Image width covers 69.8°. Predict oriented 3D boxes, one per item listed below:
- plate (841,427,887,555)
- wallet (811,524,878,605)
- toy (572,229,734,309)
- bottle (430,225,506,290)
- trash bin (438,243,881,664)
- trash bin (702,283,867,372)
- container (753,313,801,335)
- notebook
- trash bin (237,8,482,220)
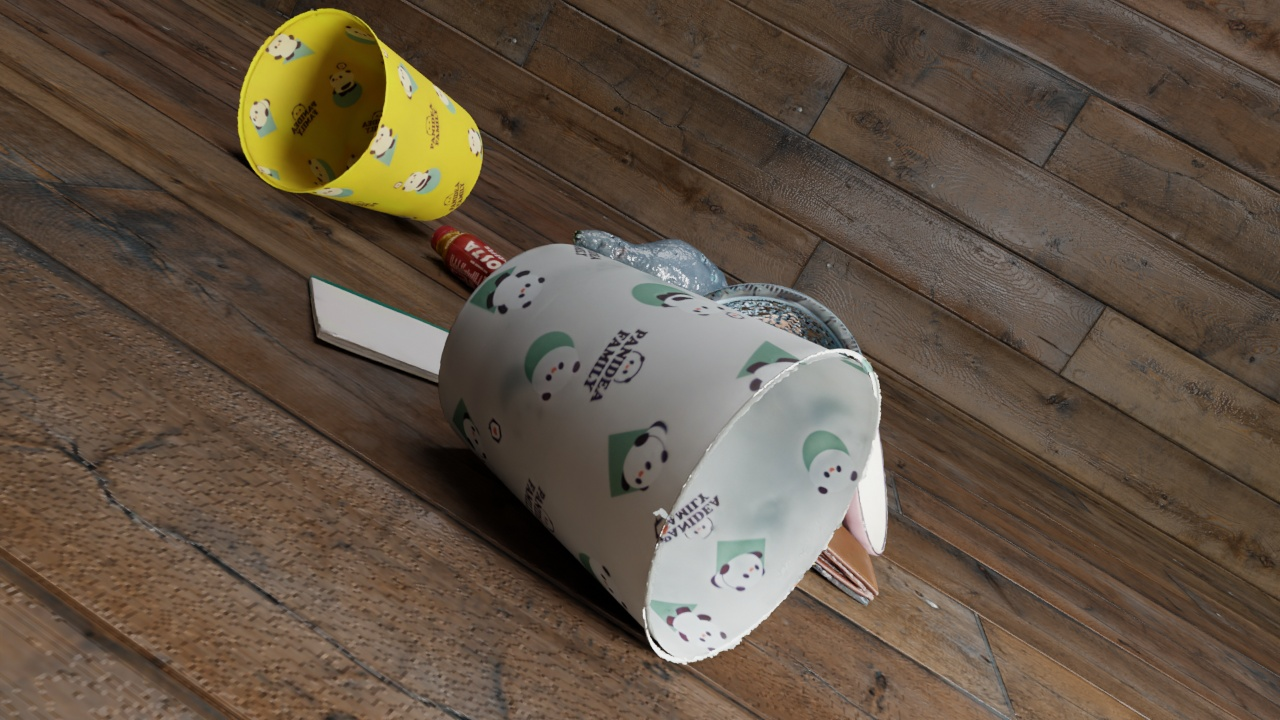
[{"bbox_3d":[0.246,0.126,1.047,0.039,0.192,0.192,-7,-2,23],"label":"plate"},{"bbox_3d":[0.193,0.187,0.928,0.101,0.032,0.124,42,14,0],"label":"wallet"},{"bbox_3d":[0.054,-0.096,1.330,0.356,0.138,0.091,41,-2,-28],"label":"toy"},{"bbox_3d":[-0.204,-0.118,1.182,0.175,0.057,0.057,37,14,29],"label":"bottle"},{"bbox_3d":[0.000,0.045,0.659,0.252,0.230,0.229,32,11,36],"label":"trash bin"},{"bbox_3d":[0.120,0.041,1.001,0.226,0.226,0.195,31,0,5],"label":"trash bin"},{"bbox_3d":[0.155,-0.010,1.264,0.089,0.090,0.111,-7,-4,-32],"label":"container"},{"bbox_3d":[-0.210,-0.016,0.871,0.209,0.012,0.150,24,13,-29],"label":"notebook"},{"bbox_3d":[-0.357,-0.306,1.233,0.229,0.230,0.255,35,8,21],"label":"trash bin"}]
